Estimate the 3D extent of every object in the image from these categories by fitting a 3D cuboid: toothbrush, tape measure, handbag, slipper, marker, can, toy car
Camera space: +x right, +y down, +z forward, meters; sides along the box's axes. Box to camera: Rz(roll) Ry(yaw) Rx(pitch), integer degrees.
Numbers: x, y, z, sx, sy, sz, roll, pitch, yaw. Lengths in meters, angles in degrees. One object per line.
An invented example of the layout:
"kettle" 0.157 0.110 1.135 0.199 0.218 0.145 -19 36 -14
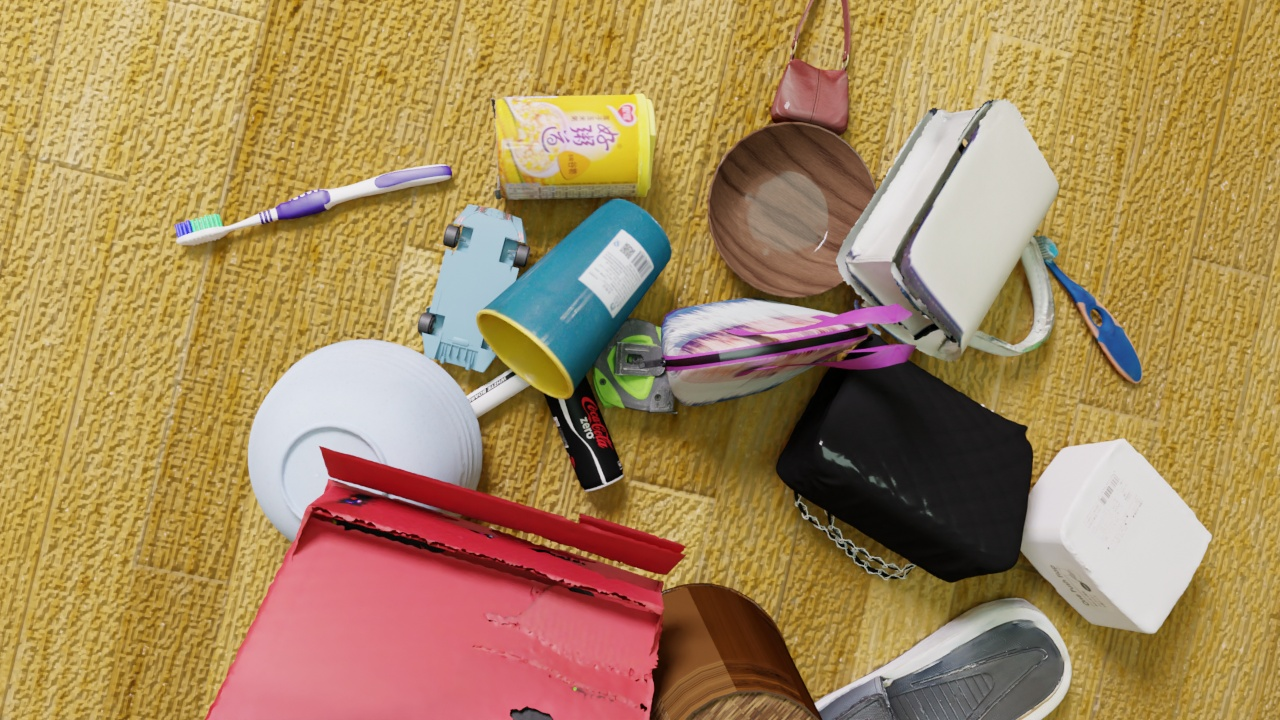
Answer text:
"toothbrush" 0.327 -0.037 0.668 0.021 0.017 0.135 -38 93 -6
"tape measure" -0.004 0.004 0.627 0.058 0.036 0.065 1 91 -5
"handbag" 0.225 -0.067 0.630 0.176 0.074 0.151 41 74 -28
"slipper" 0.190 0.265 0.636 0.263 0.063 0.111 -31 93 -7
"marker" -0.100 0.021 0.629 0.133 0.017 0.020 -32 56 -4
"can" -0.045 -0.141 0.607 0.105 0.067 0.067 -2 90 -5
"handbag" 0.179 0.069 0.634 0.153 0.115 0.124 30 64 -2
"can" -0.039 0.047 0.626 0.031 0.031 0.080 -22 92 -5
"handbag" 0.094 -0.010 0.563 0.144 0.170 0.068 -10 92 -29
"handbag" 0.128 -0.221 0.646 0.055 0.029 0.119 11 84 -7
"toothbrush" -0.219 -0.107 0.617 0.186 0.015 0.016 -16 87 -6
"toy car" -0.111 -0.049 0.621 0.060 0.027 0.108 15 91 -5

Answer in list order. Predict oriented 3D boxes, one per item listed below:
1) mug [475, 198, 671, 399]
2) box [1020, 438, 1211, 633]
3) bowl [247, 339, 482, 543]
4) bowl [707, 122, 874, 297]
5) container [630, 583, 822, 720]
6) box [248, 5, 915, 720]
"mug" -0.037 -0.045 0.595 0.078 0.078 0.121 42 69 -4
"box" 0.319 0.122 0.659 0.108 0.102 0.102 46 69 -9
"bowl" -0.181 0.065 0.579 0.150 0.074 0.150 0 99 1
"bowl" 0.103 -0.102 0.638 0.119 0.032 0.119 0 90 -6
"container" 0.049 0.224 0.567 0.132 0.167 0.132 0 90 -6
"box" -0.063 0.059 0.441 0.213 0.127 0.427 18 126 -4
